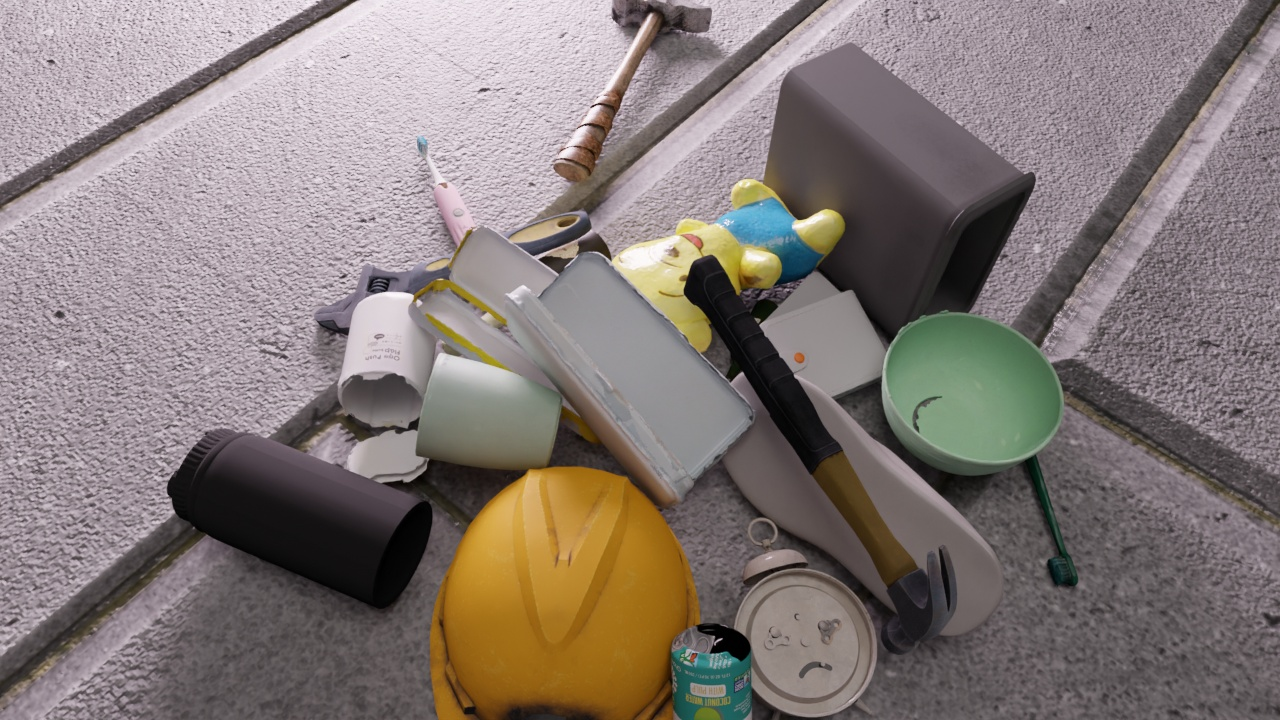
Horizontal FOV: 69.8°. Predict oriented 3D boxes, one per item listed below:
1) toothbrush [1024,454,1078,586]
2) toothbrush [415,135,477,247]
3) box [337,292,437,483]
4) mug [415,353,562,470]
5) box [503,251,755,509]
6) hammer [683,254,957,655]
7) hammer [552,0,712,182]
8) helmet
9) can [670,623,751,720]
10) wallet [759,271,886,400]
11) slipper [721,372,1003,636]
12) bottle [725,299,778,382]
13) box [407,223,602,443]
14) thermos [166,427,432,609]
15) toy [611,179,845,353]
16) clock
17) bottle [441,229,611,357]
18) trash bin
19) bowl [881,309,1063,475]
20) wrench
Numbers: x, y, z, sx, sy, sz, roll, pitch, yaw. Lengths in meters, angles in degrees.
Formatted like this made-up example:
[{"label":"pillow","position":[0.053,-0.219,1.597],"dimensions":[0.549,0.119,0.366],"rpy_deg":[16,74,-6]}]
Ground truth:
[{"label":"toothbrush","position":[0.339,0.103,0.791],"dimensions":[0.017,0.016,0.189],"rpy_deg":[-4,56,0]},{"label":"toothbrush","position":[-0.190,-0.152,0.931],"dimensions":[0.027,0.027,0.222],"rpy_deg":[-15,58,-26]},{"label":"box","position":[-0.214,0.025,0.782],"dimensions":[0.083,0.093,0.165],"rpy_deg":[2,47,-6]},{"label":"mug","position":[-0.122,0.053,0.746],"dimensions":[0.104,0.111,0.084],"rpy_deg":[13,58,-7]},{"label":"box","position":[-0.001,0.001,0.736],"dimensions":[0.127,0.106,0.215],"rpy_deg":[-38,84,-18]},{"label":"hammer","position":[0.125,0.055,0.689],"dimensions":[0.025,0.118,0.333],"rpy_deg":[-21,65,-20]},{"label":"hammer","position":[-0.020,-0.320,1.043],"dimensions":[0.121,0.049,0.317],"rpy_deg":[19,59,7]},{"label":"helmet","position":[-0.055,0.171,0.659],"dimensions":[0.205,0.131,0.254],"rpy_deg":[4,55,1]},{"label":"can","position":[0.049,0.237,0.634],"dimensions":[0.055,0.102,0.055],"rpy_deg":[-2,14,0]},{"label":"wallet","position":[0.157,-0.020,0.835],"dimensions":[0.118,0.038,0.115],"rpy_deg":[-21,76,-20]},{"label":"slipper","position":[0.177,0.108,0.748],"dimensions":[0.266,0.080,0.113],"rpy_deg":[39,107,26]},{"label":"bottle","position":[0.100,-0.014,0.853],"dimensions":[0.025,0.025,0.105],"rpy_deg":[24,58,13]},{"label":"box","position":[-0.091,-0.021,0.804],"dimensions":[0.210,0.057,0.117],"rpy_deg":[34,69,1]},{"label":"thermos","position":[-0.271,0.115,0.712],"dimensions":[0.199,0.086,0.085],"rpy_deg":[19,57,10]},{"label":"toy","position":[0.069,-0.087,0.862],"dimensions":[0.213,0.084,0.149],"rpy_deg":[-31,41,-16]},{"label":"clock","position":[0.112,0.195,0.693],"dimensions":[0.103,0.061,0.156],"rpy_deg":[-11,65,-10]},{"label":"bottle","position":[-0.108,-0.059,0.861],"dimensions":[0.184,0.045,0.045],"rpy_deg":[-38,66,-24]},{"label":"trash bin","position":[0.223,-0.151,0.852],"dimensions":[0.097,0.192,0.220],"rpy_deg":[-29,61,-20]},{"label":"bowl","position":[0.276,0.039,0.794],"dimensions":[0.151,0.077,0.150],"rpy_deg":[1,56,-2]},{"label":"wrench","position":[-0.176,-0.087,0.863],"dimensions":[0.273,0.022,0.073],"rpy_deg":[-19,55,-2]}]
